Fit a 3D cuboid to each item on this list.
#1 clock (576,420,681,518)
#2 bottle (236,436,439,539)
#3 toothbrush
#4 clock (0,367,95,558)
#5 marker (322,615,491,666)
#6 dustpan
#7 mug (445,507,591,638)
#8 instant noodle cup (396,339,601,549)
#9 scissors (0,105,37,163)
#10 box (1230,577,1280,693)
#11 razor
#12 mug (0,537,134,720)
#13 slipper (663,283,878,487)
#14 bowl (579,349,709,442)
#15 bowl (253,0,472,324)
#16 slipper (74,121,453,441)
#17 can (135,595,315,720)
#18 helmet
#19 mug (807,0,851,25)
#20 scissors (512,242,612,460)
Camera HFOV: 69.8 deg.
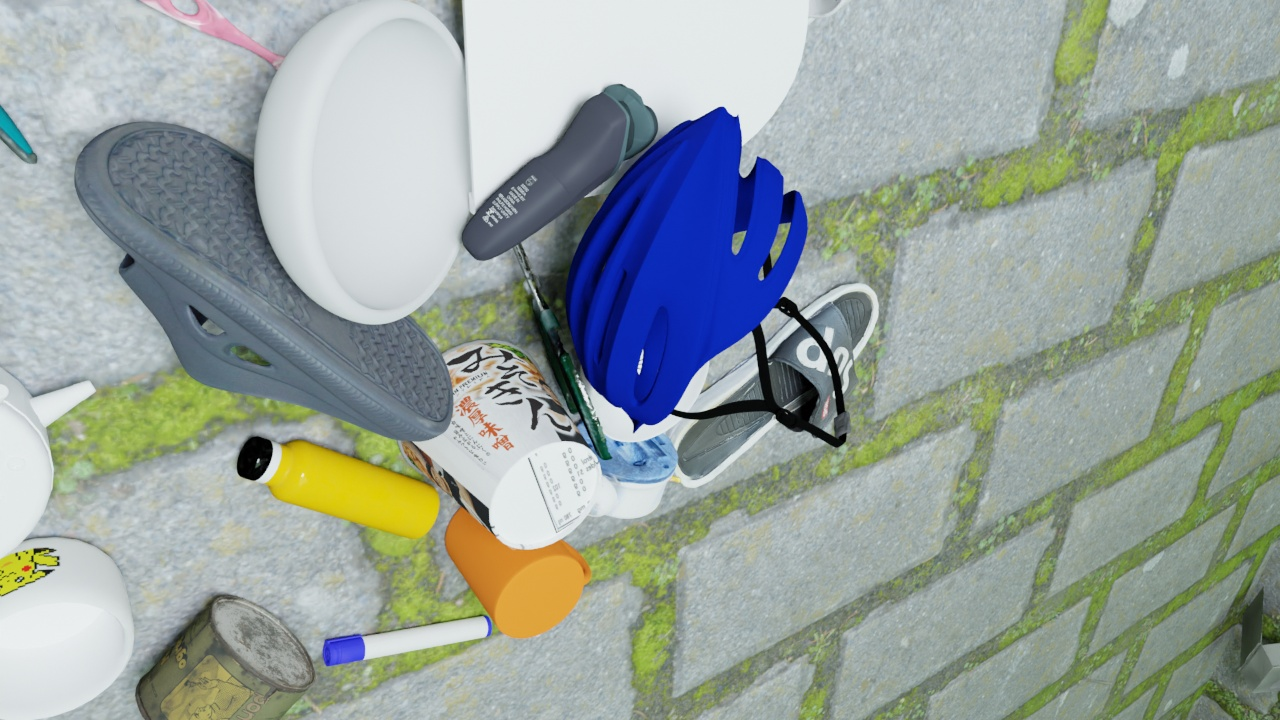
[{"bbox_3d":[-0.029,0.088,0.753,0.125,0.089,0.052,-6,126,-36],"label":"clock"},{"bbox_3d":[-0.210,0.088,0.645,0.143,0.043,0.043,31,96,-44],"label":"bottle"},{"bbox_3d":[-0.231,-0.182,0.481,0.022,0.016,0.135,-49,135,11],"label":"toothbrush"},{"bbox_3d":[-0.382,0.062,0.477,0.161,0.073,0.125,-52,134,1],"label":"clock"},{"bbox_3d":[-0.191,0.232,0.765,0.141,0.020,0.020,1,115,-38],"label":"marker"},{"bbox_3d":[-0.005,-0.215,0.608,0.257,0.053,0.192,-16,125,-29],"label":"dustpan"},{"bbox_3d":[-0.089,0.164,0.746,0.112,0.096,0.078,14,107,-42],"label":"mug"},{"bbox_3d":[-0.096,0.066,0.663,0.123,0.122,0.124,-19,126,-28],"label":"instant noodle cup"},{"bbox_3d":[-0.345,-0.137,0.421,0.154,0.019,0.126,19,102,-41],"label":"scissors"},{"bbox_3d":[1.539,0.661,2.233,0.169,0.231,0.167,-9,138,6],"label":"box"},{"bbox_3d":[-0.052,-0.114,0.570,0.143,0.047,0.052,-40,157,-6],"label":"razor"},{"bbox_3d":[-0.371,0.164,0.551,0.115,0.068,0.094,-20,127,-27],"label":"mug"},{"bbox_3d":[0.137,0.032,0.863,0.263,0.063,0.111,-34,132,-13],"label":"slipper"},{"bbox_3d":[-0.004,0.004,0.743,0.114,0.050,0.115,-18,125,-28],"label":"bowl"},{"bbox_3d":[-0.161,-0.112,0.518,0.176,0.066,0.176,13,89,-74],"label":"bowl"},{"bbox_3d":[-0.219,-0.029,0.542,0.083,0.110,0.268,-25,137,17],"label":"slipper"},{"bbox_3d":[-0.286,0.222,0.637,0.074,0.090,0.090,-47,134,-4],"label":"can"},{"bbox_3d":[0.065,-0.034,0.608,0.227,0.147,0.242,22,128,-8],"label":"helmet"},{"bbox_3d":[0.143,-0.294,0.664,0.087,0.081,0.114,-39,165,-20],"label":"mug"},{"bbox_3d":[-0.071,-0.031,0.671,0.015,0.137,0.210,-22,99,-7],"label":"scissors"}]
